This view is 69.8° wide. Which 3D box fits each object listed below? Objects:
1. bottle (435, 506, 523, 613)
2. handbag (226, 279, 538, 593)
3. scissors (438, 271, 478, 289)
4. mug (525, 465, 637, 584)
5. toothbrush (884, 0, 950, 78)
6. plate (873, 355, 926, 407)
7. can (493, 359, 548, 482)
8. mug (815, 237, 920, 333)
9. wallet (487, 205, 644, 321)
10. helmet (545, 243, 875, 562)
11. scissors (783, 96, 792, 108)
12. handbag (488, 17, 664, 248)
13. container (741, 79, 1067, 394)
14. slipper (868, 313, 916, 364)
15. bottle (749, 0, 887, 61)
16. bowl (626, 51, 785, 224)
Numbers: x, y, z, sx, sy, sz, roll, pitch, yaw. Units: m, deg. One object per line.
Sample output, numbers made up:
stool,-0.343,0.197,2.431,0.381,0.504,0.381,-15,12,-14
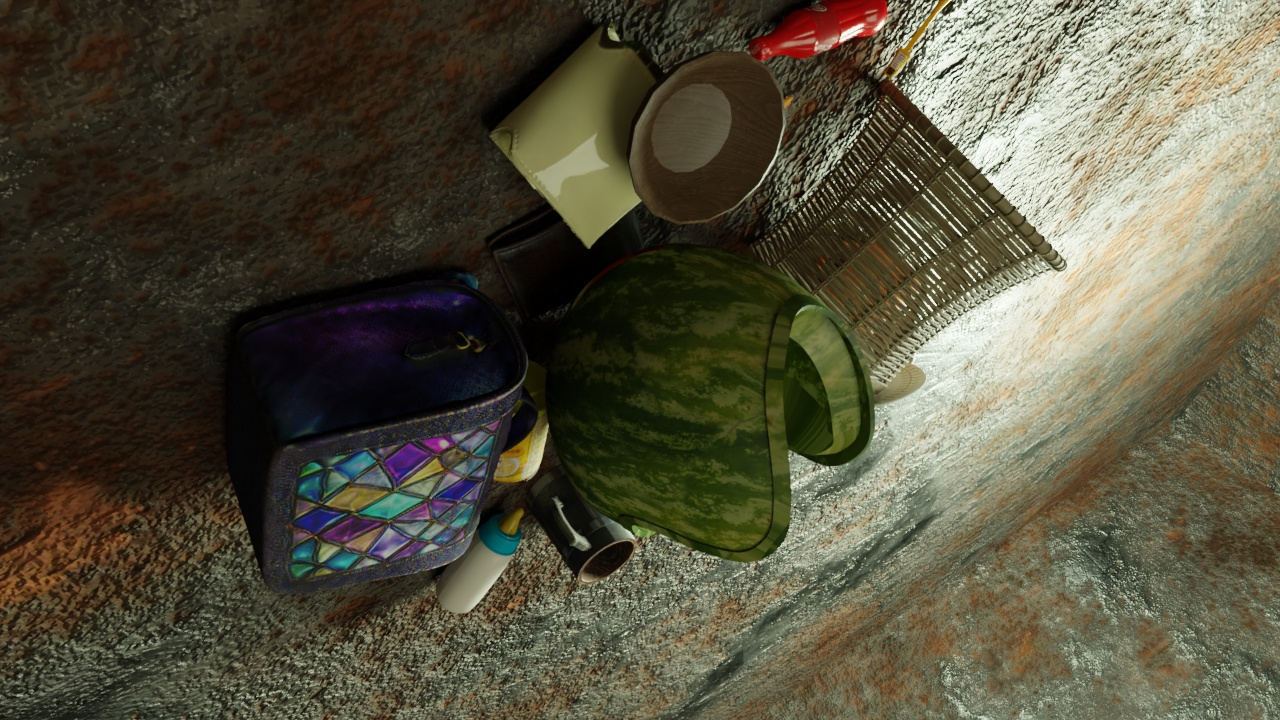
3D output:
bottle,-0.165,0.207,0.977,0.051,0.051,0.146,9,125,-51
handbag,-0.180,0.058,0.683,0.221,0.125,0.205,-10,140,-33
scissors,-0.175,-0.025,0.707,0.138,0.011,0.134,-46,146,18
mug,-0.070,0.169,0.973,0.080,0.107,0.116,-42,149,4
toothbrush,0.271,-0.324,0.770,0.197,0.031,0.030,-54,178,25
plate,0.167,0.027,0.941,0.241,0.243,0.016,-15,106,-34
can,-0.115,0.054,0.819,0.067,0.067,0.105,-18,143,-31
mug,0.238,-0.087,1.010,0.112,0.077,0.096,37,104,-26
wallet,-0.056,-0.088,0.737,0.120,0.031,0.099,-28,149,-7
helmet,0.037,0.028,0.736,0.212,0.248,0.243,-35,113,-47
scissors,0.075,-0.187,0.758,0.127,0.013,0.064,-28,148,-15
handbag,-0.029,-0.156,0.632,0.119,0.081,0.111,-39,142,4
container,0.229,-0.103,0.839,0.196,0.226,0.226,-44,149,21
slipper,0.234,0.042,1.136,0.268,0.098,0.055,-34,147,-6
bottle,0.136,-0.256,0.709,0.118,0.036,0.036,-25,146,-21
bowl,0.038,-0.149,0.602,0.117,0.030,0.118,-18,132,-21
